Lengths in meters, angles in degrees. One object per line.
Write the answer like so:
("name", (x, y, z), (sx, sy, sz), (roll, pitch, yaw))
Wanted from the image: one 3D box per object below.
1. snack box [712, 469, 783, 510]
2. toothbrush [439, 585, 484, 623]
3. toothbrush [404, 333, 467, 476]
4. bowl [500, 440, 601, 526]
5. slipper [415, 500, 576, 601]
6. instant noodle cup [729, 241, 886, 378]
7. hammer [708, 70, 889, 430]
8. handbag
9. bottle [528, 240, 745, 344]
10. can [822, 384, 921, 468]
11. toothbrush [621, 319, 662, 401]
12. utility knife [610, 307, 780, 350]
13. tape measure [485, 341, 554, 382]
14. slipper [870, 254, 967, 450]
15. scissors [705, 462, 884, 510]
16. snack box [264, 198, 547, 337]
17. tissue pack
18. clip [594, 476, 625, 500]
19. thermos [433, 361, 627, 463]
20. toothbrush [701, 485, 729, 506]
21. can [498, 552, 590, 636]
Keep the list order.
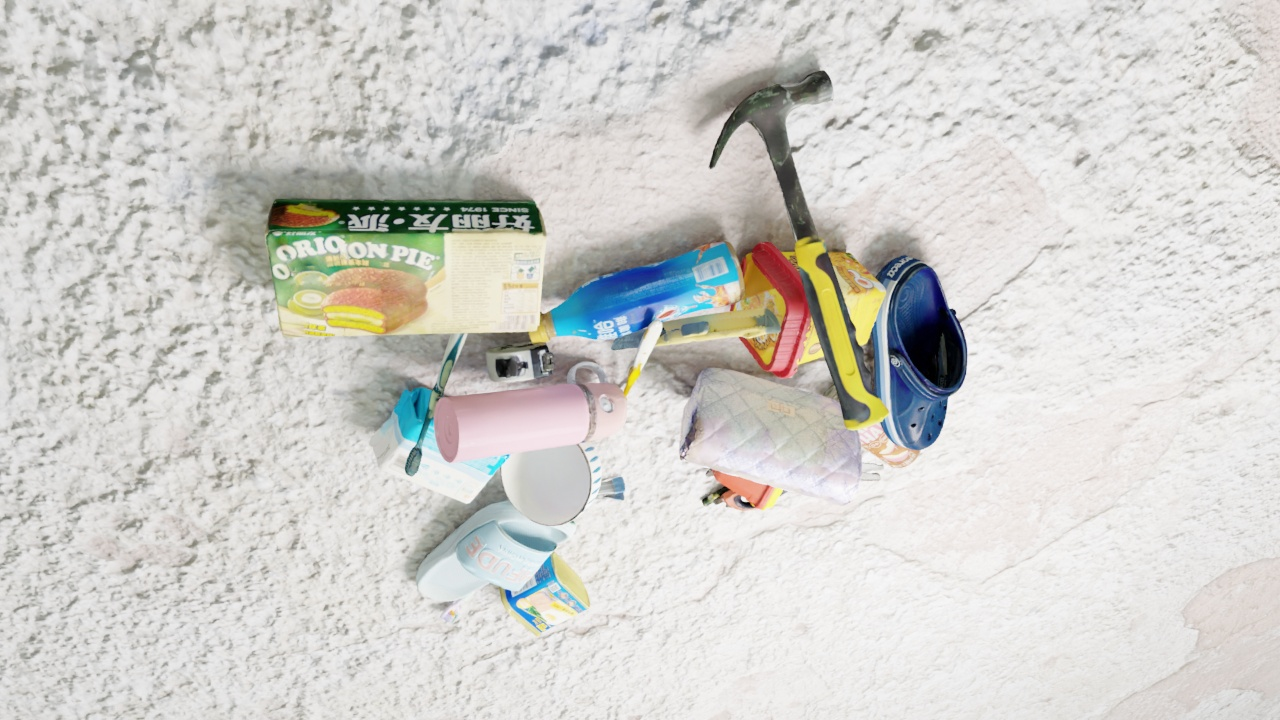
("snack box", (0.131, 0.122, 1.088), (0.080, 0.091, 0.082), (28, 98, -3))
("toothbrush", (-0.197, 0.283, 1.198), (0.189, 0.021, 0.029), (-45, 141, 21))
("toothbrush", (-0.201, 0.029, 0.923), (0.016, 0.018, 0.191), (18, 96, -27))
("bowl", (-0.093, 0.123, 1.041), (0.117, 0.116, 0.066), (-44, 169, 23))
("slipper", (-0.185, 0.244, 1.119), (0.246, 0.074, 0.104), (-35, 130, 28))
("instant noodle cup", (0.173, -0.057, 0.946), (0.123, 0.116, 0.116), (-9, 133, -23))
("hammer", (0.157, -0.090, 0.843), (0.126, 0.032, 0.323), (-19, 97, 1))
("handbag", (0.142, 0.080, 1.011), (0.194, 0.134, 0.076), (14, 129, -4))
("bottle", (-0.007, -0.060, 0.919), (0.219, 0.065, 0.065), (-17, 132, 1))
("can", (0.284, 0.080, 1.122), (0.147, 0.057, 0.058), (33, 116, -34))
("toothbrush", (-0.006, 0.006, 0.968), (0.016, 0.018, 0.192), (-7, 153, -19))
("utility knife", (0.052, -0.029, 0.938), (0.199, 0.031, 0.021), (-9, 163, 37))
("tape measure", (-0.124, 0.001, 0.938), (0.066, 0.066, 0.033), (-9, 99, -11))
("slipper", (0.319, -0.003, 1.020), (0.105, 0.095, 0.253), (-35, 128, -20))
("scissors", (0.196, 0.155, 1.165), (0.205, 0.015, 0.197), (34, 111, -20))
("snack box", (-0.211, -0.084, 0.846), (0.240, 0.063, 0.115), (-2, 130, -13))
("tissue pack", (-0.212, 0.090, 0.995), (0.140, 0.063, 0.090), (27, 120, -25))
("clip", (-0.047, 0.161, 1.129), (0.058, 0.026, 0.041), (-5, 139, -10))
("thermos", (-0.111, 0.050, 0.948), (0.198, 0.087, 0.067), (-7, 167, -33))
("toothbrush", (0.158, 0.139, 1.170), (0.186, 0.012, 0.017), (-33, 117, 15))
("can", (-0.126, 0.310, 1.217), (0.083, 0.057, 0.102), (-28, 132, 7))
